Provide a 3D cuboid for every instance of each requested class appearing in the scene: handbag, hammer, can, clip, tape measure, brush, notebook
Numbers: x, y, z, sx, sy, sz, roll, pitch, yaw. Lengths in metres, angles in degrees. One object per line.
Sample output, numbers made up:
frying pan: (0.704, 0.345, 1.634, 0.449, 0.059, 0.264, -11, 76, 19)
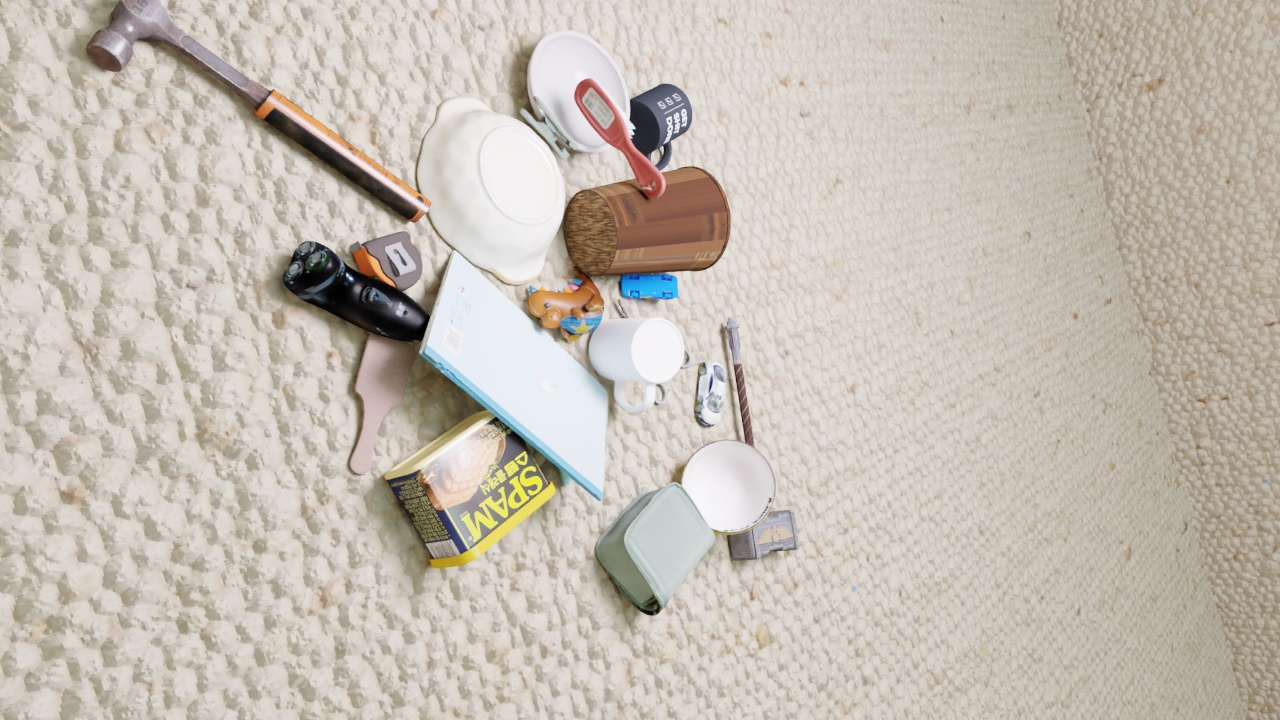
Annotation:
handbag: (0.018, 0.215, 1.062, 0.106, 0.067, 0.121, 54, 48, -9)
hammer: (0.145, 0.100, 1.234, 0.098, 0.044, 0.322, 0, 79, -44)
can: (-0.167, 0.121, 0.903, 0.134, 0.075, 0.104, -37, 103, -43)
clip: (-0.104, -0.264, 1.046, 0.042, 0.023, 0.076, -44, 117, -2)
tape measure: (-0.245, -0.096, 0.904, 0.058, 0.038, 0.059, -28, 99, -44)
brush: (-0.255, 0.042, 0.879, 0.049, 0.015, 0.135, 23, 70, -37)
brush: (-0.018, -0.258, 1.064, 0.030, 0.041, 0.172, -18, 68, -51)
notebook: (-0.120, 0.015, 0.965, 0.253, 0.009, 0.180, 44, 26, -28)
hammer: (-0.328, -0.238, 0.863, 0.314, 0.035, 0.137, 35, 58, -34)

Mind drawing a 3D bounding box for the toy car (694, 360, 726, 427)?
toy car: (0.095, 0.043, 1.209, 0.038, 0.027, 0.089, 24, 64, -40)

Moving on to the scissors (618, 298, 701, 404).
scissors: (0.020, -0.018, 1.160, 0.157, 0.014, 0.141, -21, 98, -45)

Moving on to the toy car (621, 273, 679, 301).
toy car: (0.015, -0.089, 1.175, 0.092, 0.062, 0.033, 1, 79, -14)

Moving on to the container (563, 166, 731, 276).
container: (0.003, -0.162, 1.107, 0.166, 0.132, 0.132, -15, 90, -39)

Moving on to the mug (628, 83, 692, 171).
mug: (0.019, -0.299, 1.198, 0.077, 0.071, 0.105, -40, 135, -42)

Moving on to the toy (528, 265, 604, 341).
toy: (-0.088, -0.075, 1.056, 0.090, 0.071, 0.102, 9, 50, -30)

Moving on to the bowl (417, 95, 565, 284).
bowl: (-0.147, -0.195, 1.009, 0.187, 0.060, 0.219, -25, 98, -44)

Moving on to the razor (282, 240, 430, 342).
razor: (-0.259, -0.061, 0.858, 0.140, 0.064, 0.053, 28, 66, -25)

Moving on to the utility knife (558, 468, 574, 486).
utility knife: (-0.099, 0.058, 1.028, 0.022, 0.015, 0.165, -11, 84, -44)

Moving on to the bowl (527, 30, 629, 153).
bowl: (-0.082, -0.319, 1.112, 0.149, 0.043, 0.149, 9, 77, -40)

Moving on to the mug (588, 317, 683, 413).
mug: (-0.006, 0.006, 1.068, 0.073, 0.091, 0.110, 3, 90, -34)

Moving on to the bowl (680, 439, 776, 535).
bowl: (0.107, 0.163, 1.149, 0.117, 0.068, 0.117, 0, 71, 0)
